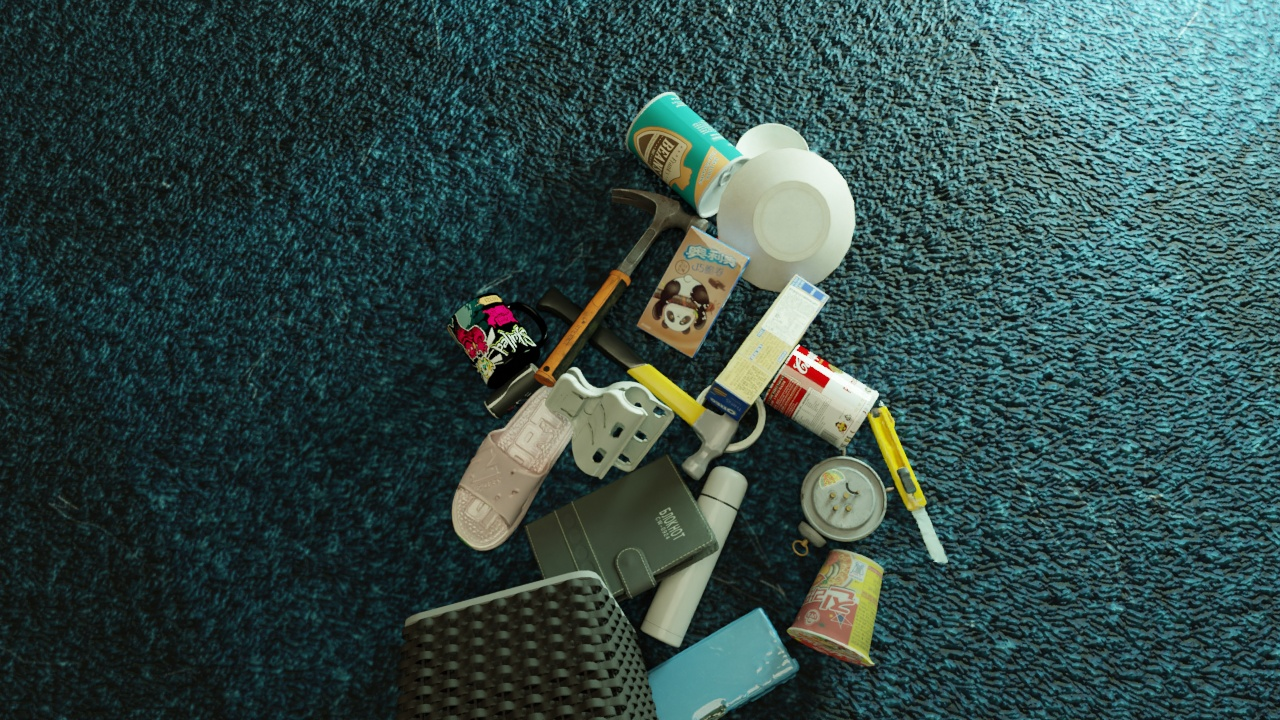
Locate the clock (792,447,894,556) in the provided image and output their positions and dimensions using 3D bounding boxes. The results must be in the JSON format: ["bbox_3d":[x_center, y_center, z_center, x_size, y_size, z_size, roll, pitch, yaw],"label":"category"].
[{"bbox_3d":[0.240,0.183,1.135,0.104,0.056,0.147,41,79,13],"label":"clock"}]

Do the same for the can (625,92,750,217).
[{"bbox_3d":[0.065,-0.277,1.239,0.099,0.099,0.144,-42,73,-8],"label":"can"}]

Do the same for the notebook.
[{"bbox_3d":[-0.026,0.217,1.121,0.209,0.029,0.169,-29,43,-2],"label":"notebook"}]

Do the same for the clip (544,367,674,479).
[{"bbox_3d":[-0.051,0.078,1.132,0.152,0.098,0.127,29,123,-10],"label":"clip"}]

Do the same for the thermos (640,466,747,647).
[{"bbox_3d":[0.069,0.238,1.133,0.052,0.052,0.224,23,78,9],"label":"thermos"}]

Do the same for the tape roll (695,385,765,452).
[{"bbox_3d":[0.115,0.073,1.192,0.094,0.018,0.093,-1,75,4],"label":"tape roll"}]

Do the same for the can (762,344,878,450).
[{"bbox_3d":[0.227,0.047,1.156,0.116,0.087,0.086,32,79,11],"label":"can"}]

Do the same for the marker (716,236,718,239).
[{"bbox_3d":[0.087,-0.134,1.247,0.145,0.021,0.023,-45,100,-8],"label":"marker"}]

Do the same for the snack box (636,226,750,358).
[{"bbox_3d":[0.069,-0.089,1.202,0.087,0.034,0.151,30,100,7],"label":"snack box"}]

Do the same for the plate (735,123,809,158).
[{"bbox_3d":[0.182,-0.276,1.275,0.104,0.026,0.104,-1,75,4],"label":"plate"}]

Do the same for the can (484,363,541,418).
[{"bbox_3d":[-0.165,0.040,1.204,0.080,0.031,0.031,-39,76,5],"label":"can"}]

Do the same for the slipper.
[{"bbox_3d":[-0.161,0.128,1.172,0.094,0.064,0.239,32,78,11],"label":"slipper"}]

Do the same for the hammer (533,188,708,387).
[{"bbox_3d":[-0.049,-0.100,1.213,0.138,0.035,0.313,30,69,13],"label":"hammer"}]

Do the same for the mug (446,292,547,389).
[{"bbox_3d":[-0.179,-0.033,1.214,0.117,0.082,0.098,-28,73,-33],"label":"mug"}]

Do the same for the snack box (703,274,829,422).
[{"bbox_3d":[0.161,-0.018,1.163,0.056,0.057,0.206,35,61,8],"label":"snack box"}]

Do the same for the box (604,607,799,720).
[{"bbox_3d":[0.071,0.394,1.104,0.231,0.054,0.093,-30,58,-5],"label":"box"}]

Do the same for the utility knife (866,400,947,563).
[{"bbox_3d":[0.337,0.153,1.160,0.030,0.019,0.217,-22,78,7],"label":"utility knife"}]

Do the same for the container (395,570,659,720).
[{"bbox_3d":[-0.108,0.400,0.969,0.246,0.248,0.243,-16,51,4],"label":"container"}]

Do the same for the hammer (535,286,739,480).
[{"bbox_3d":[-0.007,0.007,1.199,0.323,0.029,0.127,39,80,16],"label":"hammer"}]

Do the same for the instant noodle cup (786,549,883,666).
[{"bbox_3d":[0.238,0.289,1.092,0.100,0.100,0.112,20,70,8],"label":"instant noodle cup"}]

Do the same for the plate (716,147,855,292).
[{"bbox_3d":[0.196,-0.184,1.207,0.188,0.027,0.189,-1,100,-8],"label":"plate"}]
